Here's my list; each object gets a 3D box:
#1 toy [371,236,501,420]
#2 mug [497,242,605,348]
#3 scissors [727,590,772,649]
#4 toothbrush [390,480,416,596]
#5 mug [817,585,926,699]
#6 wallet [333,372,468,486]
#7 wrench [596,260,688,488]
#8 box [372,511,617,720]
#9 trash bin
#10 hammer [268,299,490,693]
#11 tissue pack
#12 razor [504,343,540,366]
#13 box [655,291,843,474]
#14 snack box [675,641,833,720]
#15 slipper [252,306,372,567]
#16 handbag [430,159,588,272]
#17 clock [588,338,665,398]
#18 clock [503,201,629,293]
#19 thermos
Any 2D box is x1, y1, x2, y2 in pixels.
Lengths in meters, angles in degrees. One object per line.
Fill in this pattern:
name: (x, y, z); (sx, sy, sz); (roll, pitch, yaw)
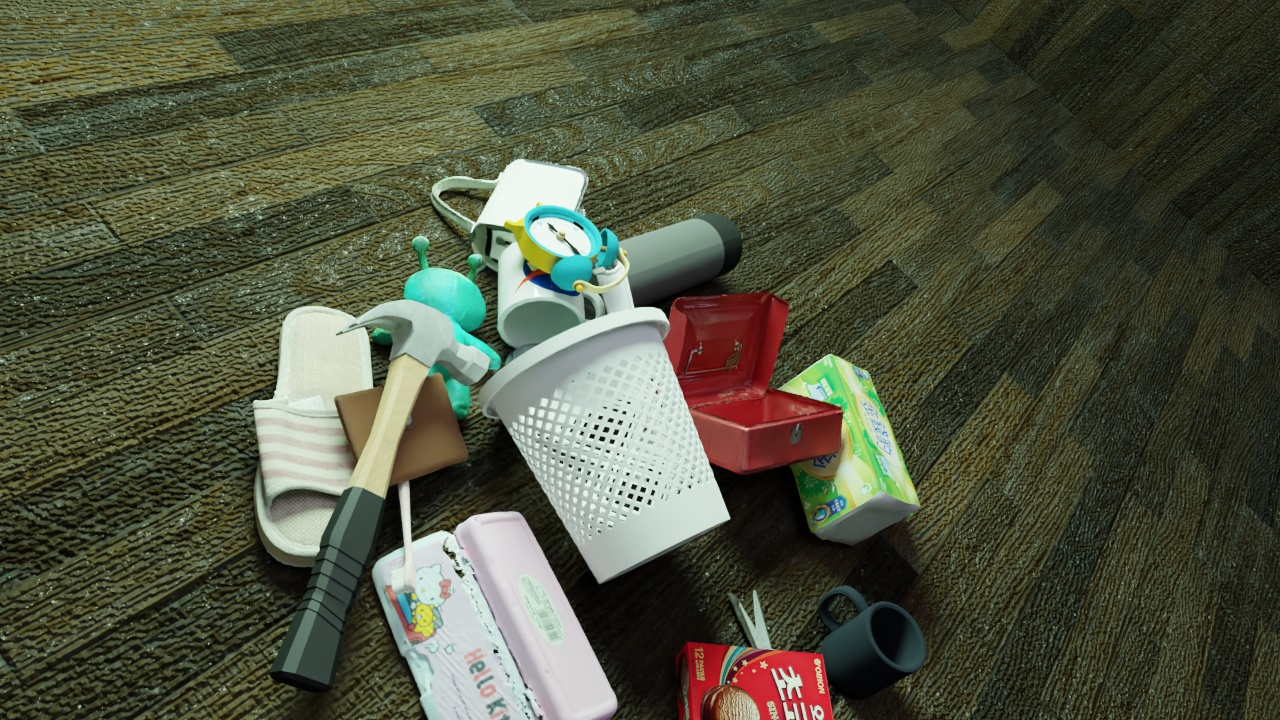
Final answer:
toy: (-0.196, -0.032, 0.915); (0.130, 0.073, 0.193); (13, 57, -25)
mug: (-0.094, -0.066, 0.992); (0.121, 0.091, 0.090); (15, 47, -25)
scissors: (0.133, 0.318, 0.866); (0.185, 0.015, 0.178); (36, 42, 0)
toothbrush: (-0.205, 0.124, 0.785); (0.018, 0.016, 0.181); (-19, 43, 0)
mug: (0.220, 0.275, 0.915); (0.071, 0.078, 0.105); (-19, 66, -43)
wallet: (-0.207, 0.061, 0.809); (0.120, 0.013, 0.087); (-16, 86, -56)
wrench: (-0.006, 0.006, 0.976); (0.066, 0.018, 0.273); (-14, 76, -3)
box: (-0.115, 0.222, 0.748); (0.153, 0.067, 0.201); (-12, 60, -40)
trash bin: (-0.021, 0.086, 0.853); (0.195, 0.196, 0.199); (-15, 73, -41)
hammer: (-0.217, 0.095, 0.739); (0.131, 0.039, 0.327); (36, 49, -34)
tissue pack: (0.252, 0.110, 1.064); (0.141, 0.121, 0.197); (22, 48, -38)
razor: (-0.071, -0.009, 0.943); (0.052, 0.143, 0.047); (52, 21, -51)
box: (0.123, 0.033, 0.986); (0.156, 0.157, 0.170); (-9, 35, -37)
snack box: (0.103, 0.331, 0.801); (0.132, 0.036, 0.151); (9, 48, -14)
slipper: (-0.278, 0.050, 0.796); (0.115, 0.052, 0.262); (11, 48, -28)
handbag: (-0.158, -0.172, 1.073); (0.176, 0.074, 0.150); (12, 44, 1)
clock: (-0.016, -0.003, 1.025); (0.091, 0.043, 0.120); (44, 43, 7)
clock: (-0.073, -0.117, 0.951); (0.129, 0.044, 0.098); (36, 42, 9)
thermos: (0.023, -0.118, 1.123); (0.239, 0.082, 0.082); (-25, 70, -44)
